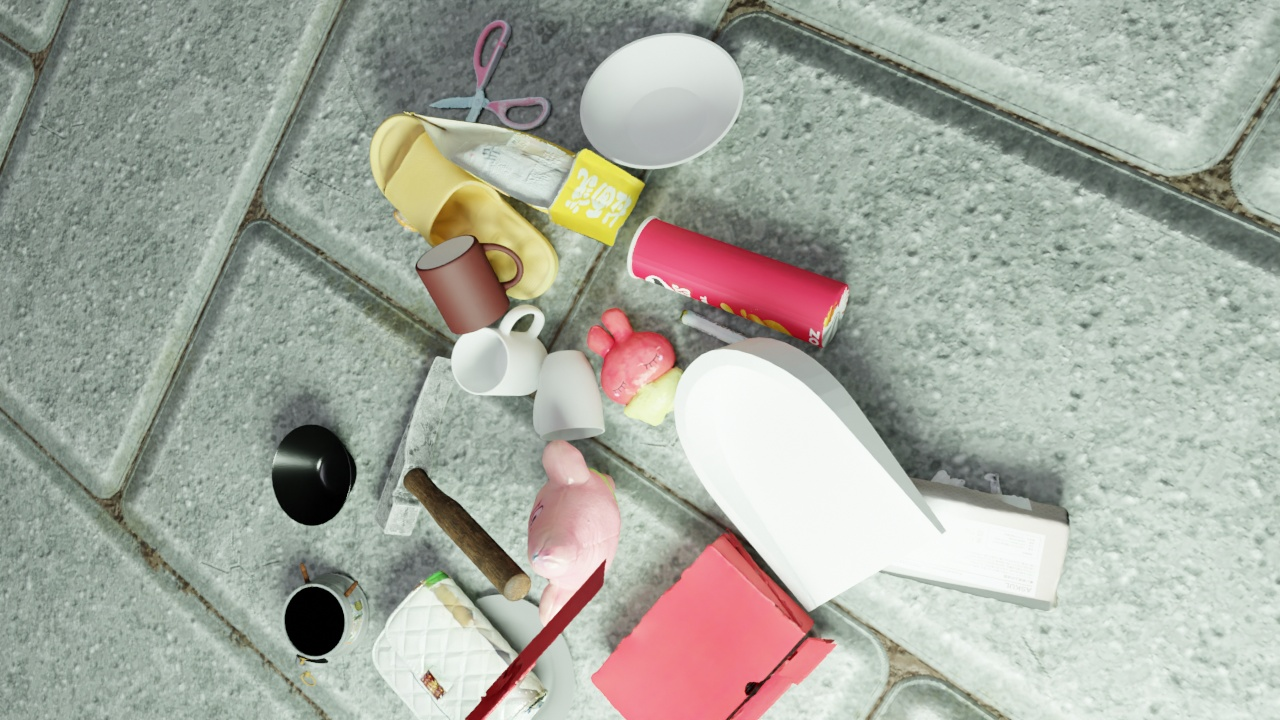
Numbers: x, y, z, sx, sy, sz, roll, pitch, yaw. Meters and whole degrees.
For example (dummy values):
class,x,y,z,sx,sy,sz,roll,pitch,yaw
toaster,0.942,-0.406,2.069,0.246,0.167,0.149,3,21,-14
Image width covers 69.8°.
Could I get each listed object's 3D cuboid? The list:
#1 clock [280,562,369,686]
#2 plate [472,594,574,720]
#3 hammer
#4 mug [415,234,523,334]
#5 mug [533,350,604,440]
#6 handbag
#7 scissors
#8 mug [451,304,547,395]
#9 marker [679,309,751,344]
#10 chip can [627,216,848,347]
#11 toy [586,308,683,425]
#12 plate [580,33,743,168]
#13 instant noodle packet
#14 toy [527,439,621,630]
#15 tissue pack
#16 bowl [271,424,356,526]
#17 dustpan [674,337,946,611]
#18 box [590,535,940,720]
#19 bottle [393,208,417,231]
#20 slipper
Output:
class,x,y,z,sx,sy,sz,roll,pitch,yaw
clock,-0.396,0.332,1.139,0.104,0.056,0.148,14,88,14
plate,-0.154,0.360,1.061,0.179,0.012,0.178,-1,87,23
hammer,-0.190,0.141,1.002,0.301,0.037,0.218,29,100,49
mug,-0.179,-0.091,0.997,0.105,0.082,0.073,-32,31,-13
mug,-0.091,0.043,1.026,0.107,0.071,0.089,-24,68,48
handbag,-0.208,0.352,1.037,0.195,0.072,0.139,42,102,18
scissors,-0.175,-0.316,1.097,0.175,0.013,0.170,29,99,21
mug,-0.148,-0.013,1.031,0.074,0.090,0.110,34,100,20
marker,0.107,-0.020,0.965,0.146,0.017,0.017,25,97,21
chip can,0.098,-0.082,0.943,0.221,0.069,0.069,23,96,21
toy,-0.006,0.006,0.995,0.092,0.045,0.135,-36,81,15
plate,0.024,-0.268,0.981,0.174,0.036,0.173,-5,67,11
instant noodle packet,-0.131,-0.210,0.994,0.222,0.162,0.084,27,99,22
toy,-0.072,0.176,0.914,0.097,0.236,0.192,3,89,7
tissue pack,0.299,0.159,0.859,0.182,0.071,0.104,9,107,25
bowl,-0.395,0.141,1.148,0.124,0.052,0.124,-1,87,23
dustpan,0.135,0.102,0.881,0.257,0.053,0.192,57,137,16
box,0.148,0.338,1.013,0.213,0.374,0.148,-52,40,17
bottle,-0.249,-0.205,1.096,0.109,0.063,0.063,-47,72,13
slipper,-0.206,-0.165,1.028,0.263,0.078,0.100,41,108,-3
